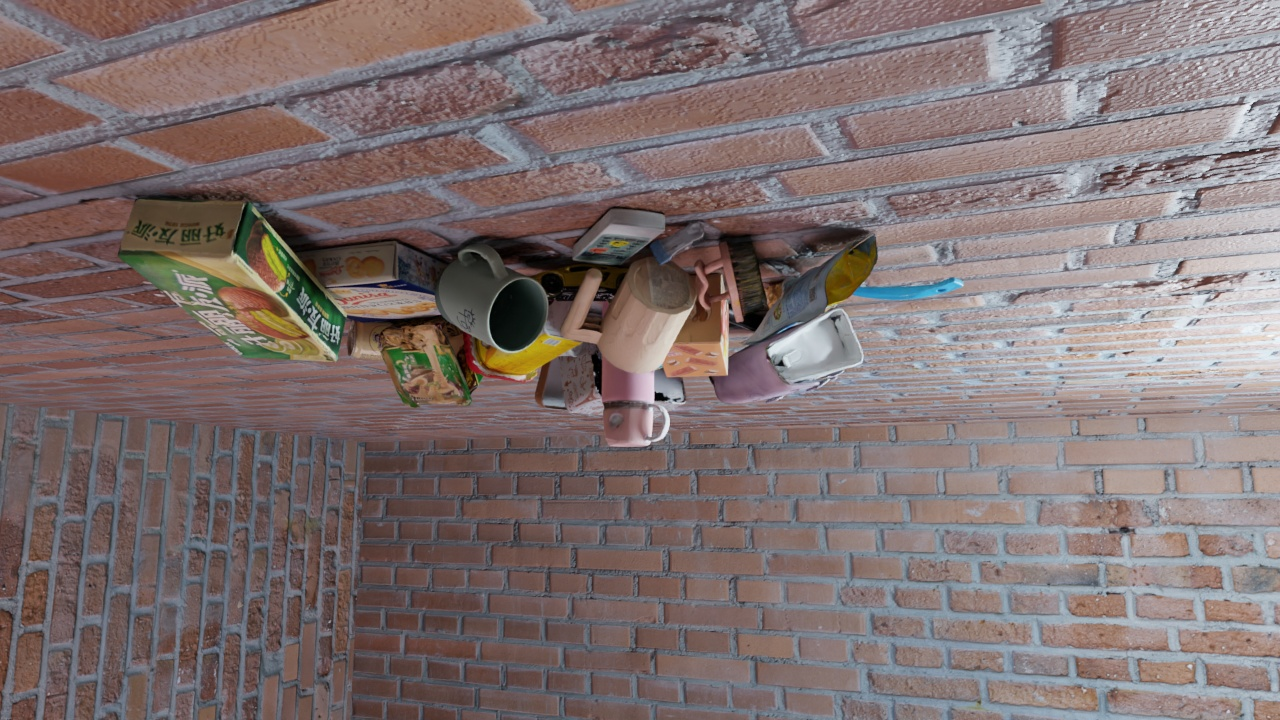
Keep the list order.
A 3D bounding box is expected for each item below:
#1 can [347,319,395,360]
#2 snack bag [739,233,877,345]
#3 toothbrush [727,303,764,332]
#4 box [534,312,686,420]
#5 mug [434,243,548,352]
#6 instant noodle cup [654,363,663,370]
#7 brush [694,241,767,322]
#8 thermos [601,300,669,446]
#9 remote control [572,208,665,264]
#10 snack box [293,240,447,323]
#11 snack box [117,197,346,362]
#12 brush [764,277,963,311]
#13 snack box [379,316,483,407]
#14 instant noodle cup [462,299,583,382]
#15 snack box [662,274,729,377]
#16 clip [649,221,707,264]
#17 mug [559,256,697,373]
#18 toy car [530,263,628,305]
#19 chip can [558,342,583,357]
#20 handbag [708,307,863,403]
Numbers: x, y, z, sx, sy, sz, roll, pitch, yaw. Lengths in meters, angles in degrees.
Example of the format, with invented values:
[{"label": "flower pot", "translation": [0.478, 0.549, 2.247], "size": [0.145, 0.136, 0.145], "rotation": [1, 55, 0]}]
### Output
[{"label": "can", "translation": [-0.372, -0.028, 1.364], "size": [0.116, 0.058, 0.059], "rotation": [5, 170, -28]}, {"label": "snack bag", "translation": [0.177, -0.071, 0.980], "size": [0.039, 0.110, 0.191], "rotation": [33, 161, -9]}, {"label": "toothbrush", "translation": [0.120, -0.063, 1.232], "size": [0.027, 0.026, 0.212], "rotation": [-22, 160, 30]}, {"label": "box", "translation": [-0.057, 0.017, 1.368], "size": [0.181, 0.148, 0.158], "rotation": [8, 152, -40]}, {"label": "mug", "translation": [-0.165, -0.075, 0.978], "size": [0.082, 0.112, 0.106], "rotation": [-34, -137, -31]}, {"label": "instant noodle cup", "translation": [0.039, -0.035, 1.229], "size": [0.110, 0.099, 0.099], "rotation": [-13, 166, 23]}, {"label": "brush", "translation": [0.094, -0.086, 0.983], "size": [0.073, 0.063, 0.145], "rotation": [-11, 168, 8]}, {"label": "thermos", "translation": [-0.007, 0.007, 1.136], "size": [0.087, 0.198, 0.067], "rotation": [-7, 168, 28]}, {"label": "remote control", "translation": [-0.024, -0.121, 0.910], "size": [0.056, 0.019, 0.135], "rotation": [4, 170, -20]}, {"label": "snack box", "translation": [-0.302, -0.086, 1.057], "size": [0.178, 0.045, 0.182], "rotation": [-3, 170, 22]}, {"label": "snack box", "translation": [-0.395, -0.073, 0.918], "size": [0.114, 0.063, 0.240], "rotation": [3, 158, 6]}, {"label": "brush", "translation": [0.248, -0.076, 1.059], "size": [0.083, 0.046, 0.255], "rotation": [12, 171, -43]}, {"label": "snack box", "translation": [-0.252, -0.014, 1.188], "size": [0.118, 0.117, 0.105], "rotation": [-1, -152, 30]}, {"label": "instant noodle cup", "translation": [-0.144, -0.043, 1.141], "size": [0.124, 0.116, 0.116], "rotation": [-20, 161, 33]}, {"label": "snack box", "translation": [0.065, -0.041, 1.104], "size": [0.077, 0.092, 0.094], "rotation": [-1, 155, 11]}, {"label": "clip", "translation": [0.037, -0.115, 0.893], "size": [0.056, 0.024, 0.027], "rotation": [-25, 169, 8]}, {"label": "mug", "translation": [-0.013, -0.052, 0.982], "size": [0.124, 0.084, 0.104], "rotation": [11, 142, -16]}, {"label": "toy car", "translation": [-0.065, -0.086, 1.046], "size": [0.155, 0.041, 0.071], "rotation": [-3, 172, -13]}, {"label": "chip can", "translation": [-0.190, -0.036, 1.269], "size": [0.215, 0.071, 0.071], "rotation": [-2, 170, 17]}, {"label": "handbag", "translation": [0.201, 0.005, 1.309], "size": [0.144, 0.098, 0.197], "rotation": [-20, 178, -23]}]
